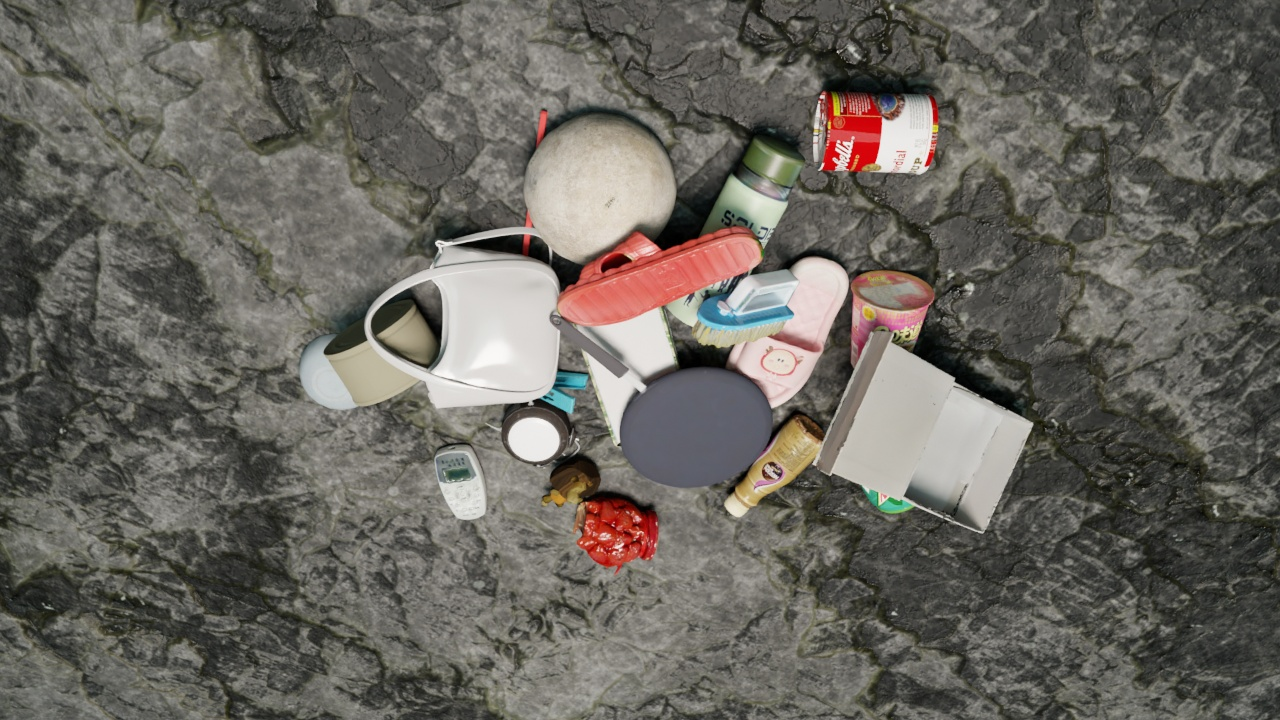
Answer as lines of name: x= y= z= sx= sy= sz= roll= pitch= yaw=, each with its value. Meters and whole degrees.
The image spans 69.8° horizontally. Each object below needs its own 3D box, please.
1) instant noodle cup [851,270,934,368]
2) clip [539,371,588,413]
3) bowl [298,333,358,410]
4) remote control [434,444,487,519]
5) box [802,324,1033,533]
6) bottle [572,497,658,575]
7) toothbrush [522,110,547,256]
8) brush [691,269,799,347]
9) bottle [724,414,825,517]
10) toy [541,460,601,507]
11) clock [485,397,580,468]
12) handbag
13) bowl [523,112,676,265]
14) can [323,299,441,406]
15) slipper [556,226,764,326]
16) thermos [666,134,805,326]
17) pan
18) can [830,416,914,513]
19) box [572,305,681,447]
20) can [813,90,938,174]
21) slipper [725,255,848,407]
instant noodle cup: x=0.300 y=-0.040 z=1.123 sx=0.098 sy=0.097 sz=0.109 roll=1 pitch=125 yaw=0
clip: x=-0.133 y=0.032 z=1.169 sx=0.119 sy=0.102 sz=0.027 roll=16 pitch=114 yaw=7
bowl: x=-0.393 y=0.022 z=1.187 sx=0.106 sy=0.039 sz=0.106 roll=0 pitch=117 yaw=0
remote control: x=-0.246 y=0.169 z=1.267 sx=0.060 sy=0.028 sz=0.114 roll=-7 pitch=117 yaw=4
box: x=0.326 y=0.086 z=1.100 sx=0.368 sy=0.098 sz=0.166 roll=23 pitch=91 yaw=-34
bottle: x=-0.038 y=0.241 z=1.273 sx=0.111 sy=0.099 sz=0.099 roll=8 pitch=117 yaw=-15
toothbrush: x=-0.134 y=-0.191 z=1.090 sx=0.018 sy=0.012 sz=0.213 roll=10 pitch=117 yaw=-4
brush: x=0.119 y=-0.062 z=1.051 sx=0.135 sy=0.055 sz=0.075 roll=-14 pitch=140 yaw=-40
bottle: x=0.176 y=0.147 z=1.234 sx=0.059 sy=0.059 sz=0.166 roll=34 pitch=114 yaw=-15
toy: x=-0.101 y=0.175 z=1.255 sx=0.076 sy=0.062 sz=0.100 roll=25 pitch=128 yaw=-35
clock: x=-0.136 y=0.099 z=1.221 sx=0.091 sy=0.043 sz=0.123 roll=-40 pitch=110 yaw=19
handbag: x=-0.208 y=-0.052 z=1.076 sx=0.222 sy=0.096 sz=0.216 roll=2 pitch=97 yaw=-19
bowl: x=-0.038 y=-0.186 z=1.034 sx=0.178 sy=0.081 sz=0.178 roll=-5 pitch=109 yaw=-13
can: x=-0.312 y=-0.011 z=1.121 sx=0.128 sy=0.127 sz=0.073 roll=-23 pitch=113 yaw=12
slipper: x=0.014 y=-0.106 z=1.034 sx=0.249 sy=0.059 sz=0.103 roll=-19 pitch=153 yaw=18
thermos: x=0.114 y=-0.149 z=1.076 sx=0.082 sy=0.082 sz=0.232 roll=22 pitch=115 yaw=-10
pan: x=0.019 y=0.049 z=1.141 sx=0.199 sy=0.021 sz=0.356 roll=-39 pitch=121 yaw=21
can: x=0.315 y=0.124 z=1.207 sx=0.083 sy=0.083 sz=0.144 roll=-26 pitch=114 yaw=13
box: x=-0.007 y=0.007 z=1.171 sx=0.118 sy=0.050 sz=0.206 roll=-17 pitch=117 yaw=5
can: x=0.257 y=-0.251 z=1.012 sx=0.116 sy=0.086 sz=0.087 roll=2 pitch=117 yaw=0
slipper: x=0.186 y=-0.028 z=1.146 sx=0.106 sy=0.055 sz=0.222 roll=21 pitch=115 yaw=-12
